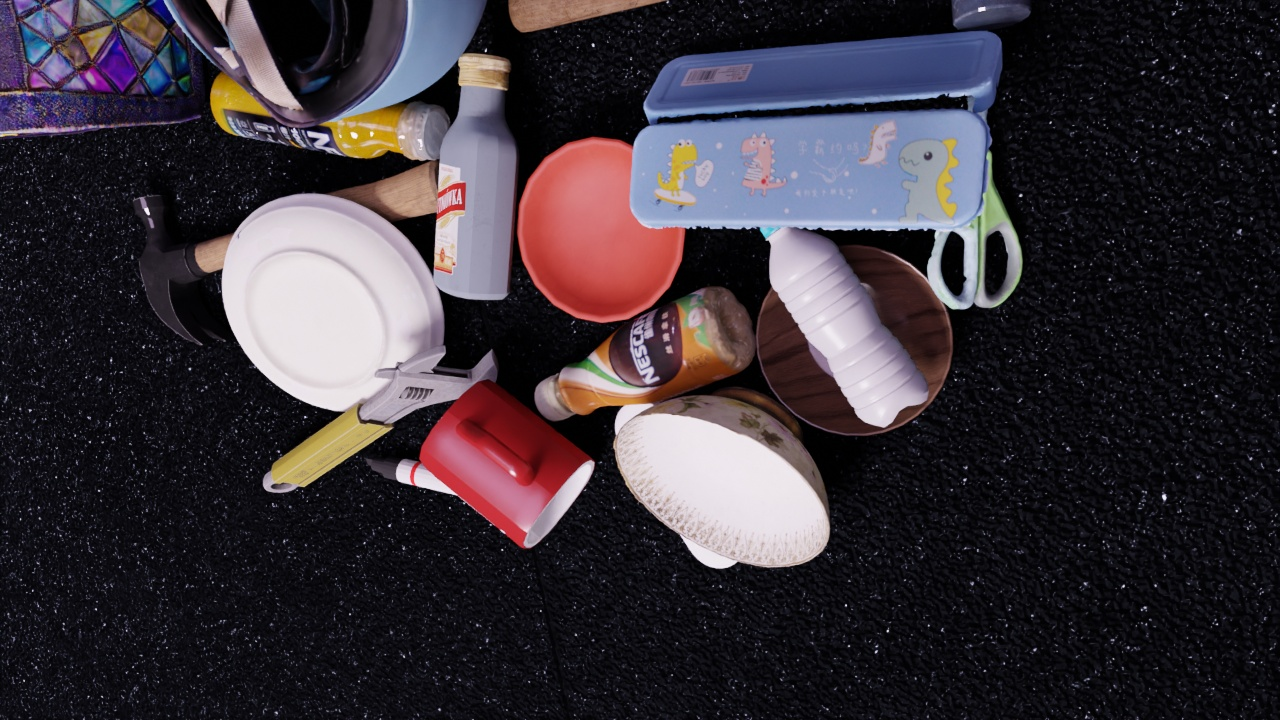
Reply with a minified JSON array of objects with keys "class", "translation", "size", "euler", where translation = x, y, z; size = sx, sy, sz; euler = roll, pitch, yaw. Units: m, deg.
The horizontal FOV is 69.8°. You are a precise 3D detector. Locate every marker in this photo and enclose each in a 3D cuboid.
[{"class":"marker","translation":[-0.160,0.095,0.733],"size":[0.146,0.019,0.019],"euler":[9,105,21]}]

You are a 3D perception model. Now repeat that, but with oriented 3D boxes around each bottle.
[{"class":"bottle","translation":[-0.229,-0.181,0.681],"size":[0.186,0.053,0.053],"euler":[14,107,19]},{"class":"bottle","translation":[-0.004,0.004,0.627],"size":[0.168,0.059,0.059],"euler":[-22,93,34]},{"class":"bottle","translation":[0.115,-0.027,0.539],"size":[0.044,0.044,0.136],"euler":[-34,88,25]},{"class":"bottle","translation":[-0.113,-0.127,0.637],"size":[0.072,0.046,0.161],"euler":[25,113,57]}]

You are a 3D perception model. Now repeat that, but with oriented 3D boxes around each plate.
[{"class":"plate","translation":[-0.242,-0.034,0.701],"size":[0.182,0.034,0.182],"euler":[5,117,10]}]

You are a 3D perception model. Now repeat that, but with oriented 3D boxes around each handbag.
[{"class":"handbag","translation":[-0.446,-0.262,0.659],"size":[0.126,0.221,0.205],"euler":[2,102,23]}]

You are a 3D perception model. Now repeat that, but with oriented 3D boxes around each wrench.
[{"class":"wrench","translation":[-0.218,0.052,0.730],"size":[0.274,0.083,0.018],"euler":[-31,57,33]}]

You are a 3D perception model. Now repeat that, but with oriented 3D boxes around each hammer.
[{"class":"hammer","translation":[0.060,-0.244,0.554],"size":[0.322,0.040,0.129],"euler":[-2,92,25]},{"class":"hammer","translation":[-0.280,-0.097,0.732],"size":[0.306,0.040,0.132],"euler":[-11,94,24]}]

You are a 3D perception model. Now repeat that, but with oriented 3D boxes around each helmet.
[{"class":"helmet","translation":[-0.205,-0.275,0.584],"size":[0.266,0.166,0.226],"euler":[35,126,16]}]

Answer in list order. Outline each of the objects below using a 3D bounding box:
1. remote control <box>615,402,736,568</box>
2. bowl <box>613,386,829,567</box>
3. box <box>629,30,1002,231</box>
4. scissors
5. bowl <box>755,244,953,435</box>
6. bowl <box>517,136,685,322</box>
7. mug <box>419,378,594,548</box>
[{"class":"remote control","translation":[0.029,0.087,0.656],"size":[0.043,0.013,0.136],"euler":[-35,87,25]},{"class":"bowl","translation":[0.061,0.064,0.594],"size":[0.145,0.063,0.145],"euler":[22,142,18]},{"class":"box","translation":[0.093,-0.134,0.525],"size":[0.210,0.039,0.126],"euler":[5,69,29]},{"class":"scissors","translation":[0.195,-0.116,0.532],"size":[0.065,0.033,0.174],"euler":[-2,99,-15]},{"class":"bowl","translation":[0.135,-0.014,0.578],"size":[0.119,0.032,0.119],"euler":[5,104,22]},{"class":"bowl","translation":[-0.022,-0.089,0.625],"size":[0.122,0.035,0.122],"euler":[5,104,22]},{"class":"mug","translation":[-0.095,0.070,0.647],"size":[0.096,0.116,0.080],"euler":[37,77,11]}]
